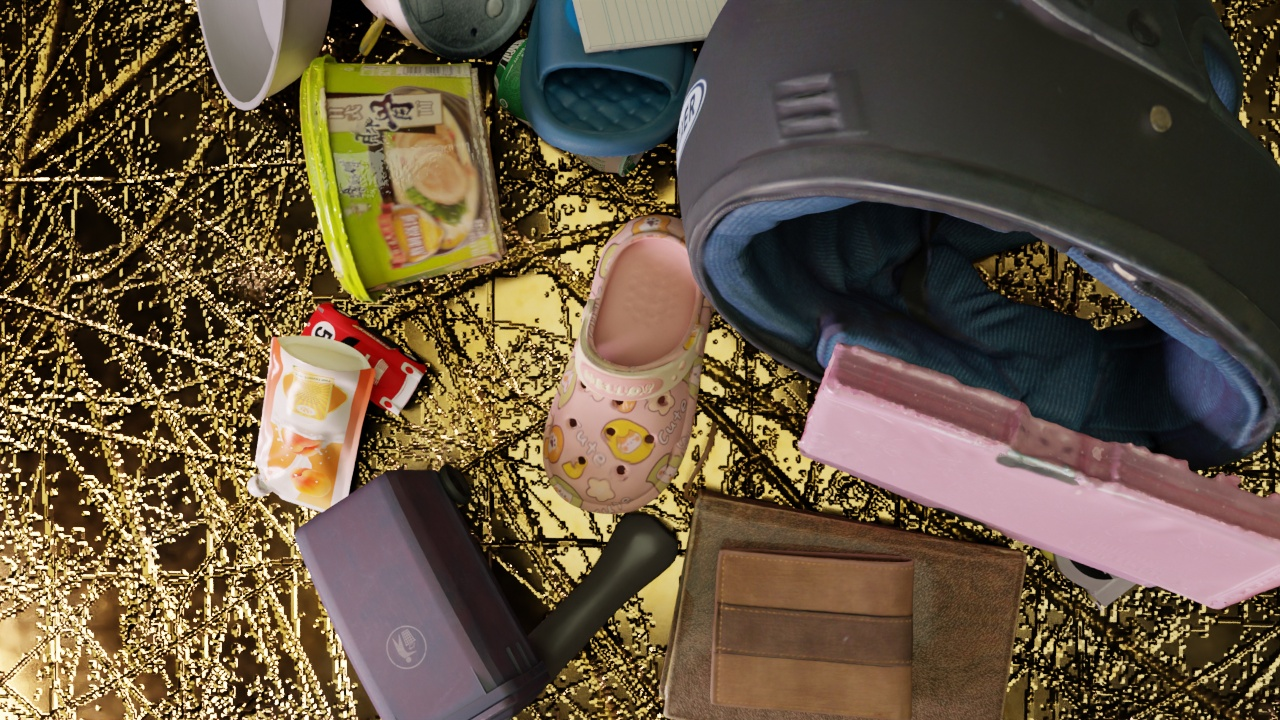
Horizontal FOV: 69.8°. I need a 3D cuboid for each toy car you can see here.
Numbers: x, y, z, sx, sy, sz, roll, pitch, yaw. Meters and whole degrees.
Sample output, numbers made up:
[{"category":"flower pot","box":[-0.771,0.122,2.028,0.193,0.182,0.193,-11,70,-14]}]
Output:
[{"category":"toy car","box":[-0.187,-0.001,0.613,0.089,0.025,0.038,33,93,3]}]

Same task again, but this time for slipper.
[{"category":"slipper","box":[-0.003,0.003,0.572,0.093,0.081,0.197,17,90,3]},{"category":"slipper","box":[-0.013,-0.213,0.548,0.103,0.059,0.213,8,66,-10]}]

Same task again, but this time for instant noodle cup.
[{"category":"instant noodle cup","box":[-0.137,-0.112,0.555,0.098,0.146,0.146,-9,90,-7]}]

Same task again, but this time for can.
[{"category":"can","box":[-0.042,-0.162,0.585,0.101,0.053,0.053,33,93,4]}]

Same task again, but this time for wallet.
[{"category":"wallet","box":[0.104,0.165,0.557,0.121,0.027,0.098,1,92,5]}]

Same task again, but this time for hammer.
[{"category":"hammer","box":[-0.088,0.225,0.609,0.125,0.029,0.311,44,93,3]}]

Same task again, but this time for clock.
[{"category":"clock","box":[-0.105,-0.252,0.549,0.059,0.117,0.157,28,49,28]}]

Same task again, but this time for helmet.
[{"category":"helmet","box":[0.181,-0.108,0.476,0.316,0.250,0.235,22,65,1]}]

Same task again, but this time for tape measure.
[{"category":"tape measure","box":[0.292,0.116,0.581,0.064,0.016,0.065,-39,88,4]}]

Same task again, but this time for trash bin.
[{"category":"trash bin","box":[-0.131,0.155,0.566,0.094,0.092,0.161,-32,78,5]}]

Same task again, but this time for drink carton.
[{"category":"drink carton","box":[-0.218,0.047,0.604,0.069,0.038,0.122,18,115,-2]}]

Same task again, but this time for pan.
[{"category":"pan","box":[-0.268,-0.320,0.577,0.050,0.201,0.356,-10,65,-36]}]

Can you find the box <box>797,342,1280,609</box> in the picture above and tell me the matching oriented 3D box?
[{"category":"box","box":[0.200,0.076,0.499,0.233,0.179,0.039,20,69,12]}]

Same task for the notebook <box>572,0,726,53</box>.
[{"category":"notebook","box":[0.060,-0.283,0.545,0.245,0.013,0.178,-14,90,-21]}]

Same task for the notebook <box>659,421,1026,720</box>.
[{"category":"notebook","box":[0.127,0.152,0.586,0.215,0.034,0.190,9,92,4]}]
